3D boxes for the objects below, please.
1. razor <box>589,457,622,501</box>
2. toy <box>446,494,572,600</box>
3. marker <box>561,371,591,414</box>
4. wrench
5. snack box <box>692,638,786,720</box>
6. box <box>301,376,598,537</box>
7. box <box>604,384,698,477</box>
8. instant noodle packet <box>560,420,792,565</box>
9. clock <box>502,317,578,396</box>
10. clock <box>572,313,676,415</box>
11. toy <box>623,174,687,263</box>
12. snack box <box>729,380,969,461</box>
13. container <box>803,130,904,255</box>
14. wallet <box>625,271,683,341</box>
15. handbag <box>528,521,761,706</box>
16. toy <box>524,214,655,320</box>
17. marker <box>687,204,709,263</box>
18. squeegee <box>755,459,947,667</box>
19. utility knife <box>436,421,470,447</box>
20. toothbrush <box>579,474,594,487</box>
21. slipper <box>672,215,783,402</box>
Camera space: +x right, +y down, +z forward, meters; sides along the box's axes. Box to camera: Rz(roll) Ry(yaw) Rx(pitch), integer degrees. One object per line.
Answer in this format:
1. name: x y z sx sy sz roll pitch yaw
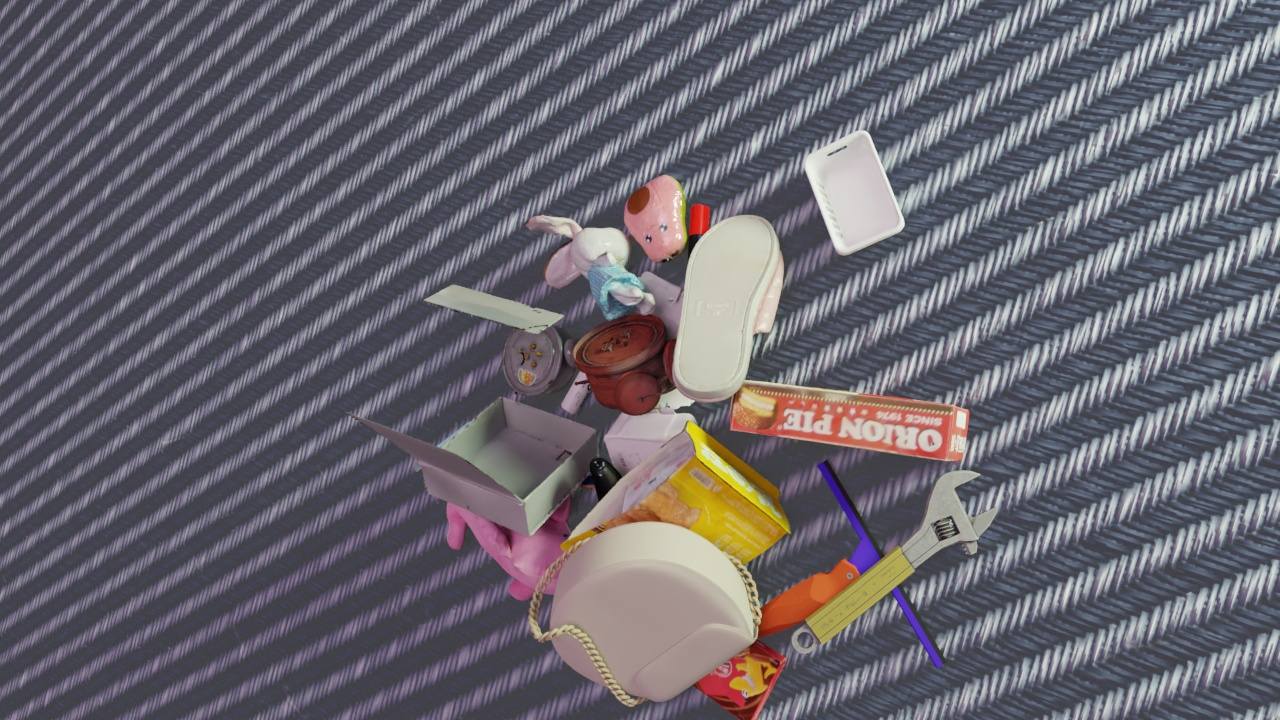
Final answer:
1. razor: -0.019 0.169 1.109 0.063 0.140 0.053 -31 36 -11
2. toy: -0.167 0.225 1.182 0.266 0.127 0.187 27 101 32
3. marker: -0.064 0.012 1.207 0.025 0.025 0.126 35 100 25
4. wrench: 0.269 0.222 0.988 0.273 0.018 0.083 -39 79 3
5. snack box: 0.097 0.357 1.092 0.133 0.021 0.089 29 98 27
6. box: -0.205 0.113 1.074 0.167 0.368 0.150 16 89 26
7. box: 0.032 0.077 1.134 0.109 0.136 0.124 0 125 27
8. instant noodle packet: 0.037 0.196 1.065 0.222 0.163 0.084 -41 27 21
9. clock: -0.123 -0.005 1.215 0.148 0.056 0.104 -10 78 33
10. clock: -0.007 0.007 1.114 0.158 0.120 0.072 16 135 47
11. toy: 0.025 -0.176 1.166 0.090 0.051 0.110 -30 73 23
12. snack box: 0.228 0.064 1.006 0.237 0.113 0.060 7 89 27
13. container: 0.249 -0.188 1.056 0.081 0.049 0.129 -23 75 23
14. wallet: 0.032 -0.056 1.162 0.116 0.032 0.086 26 98 27
15. handbag: 0.008 0.285 1.020 0.208 0.103 0.211 38 117 -19
16. toy: -0.045 -0.125 1.164 0.105 0.131 0.205 -40 49 -16
17. marker: 0.070 -0.125 1.138 0.023 0.021 0.144 3 71 5
18. squeegee: 0.193 0.267 1.035 0.185 0.055 0.249 -35 71 19
19. utility knife: -0.277 0.123 1.309 0.129 0.015 0.022 -34 102 21
20. toothbrush: -0.110 0.156 1.219 0.135 0.017 0.021 1 45 27
21. slipper: 0.101 -0.061 1.068 0.114 0.054 0.273 5 55 20
